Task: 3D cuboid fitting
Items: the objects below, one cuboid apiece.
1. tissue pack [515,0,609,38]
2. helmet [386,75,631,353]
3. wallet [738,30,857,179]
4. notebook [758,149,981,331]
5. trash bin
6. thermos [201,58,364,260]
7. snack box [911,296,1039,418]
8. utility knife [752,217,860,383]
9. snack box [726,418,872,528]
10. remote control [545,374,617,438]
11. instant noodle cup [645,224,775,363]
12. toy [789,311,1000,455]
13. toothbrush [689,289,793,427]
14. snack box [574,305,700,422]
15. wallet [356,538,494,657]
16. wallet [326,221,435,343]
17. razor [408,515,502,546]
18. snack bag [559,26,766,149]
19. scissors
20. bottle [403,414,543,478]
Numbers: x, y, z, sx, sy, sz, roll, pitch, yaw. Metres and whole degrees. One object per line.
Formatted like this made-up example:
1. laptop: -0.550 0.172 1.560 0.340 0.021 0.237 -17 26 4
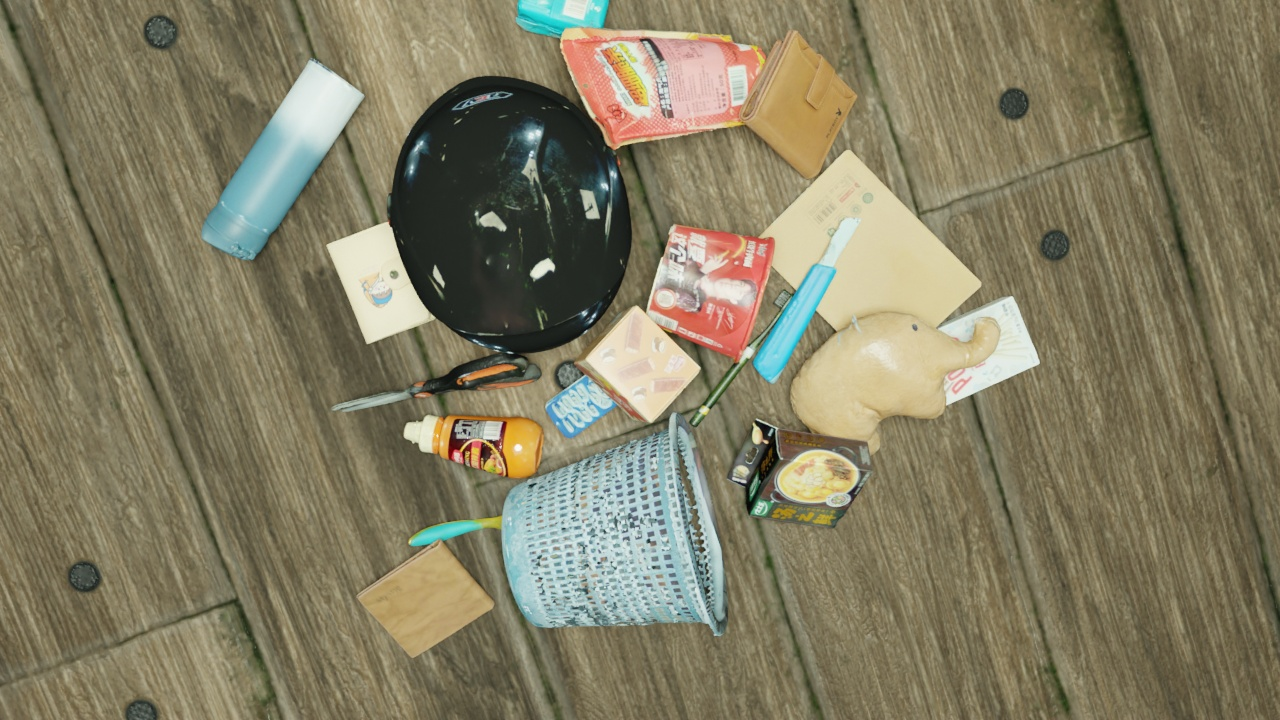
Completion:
1. tissue pack: -0.071 -0.406 0.962 0.093 0.050 0.133 16 93 -3
2. helmet: -0.123 -0.137 0.890 0.233 0.230 0.275 -16 106 -5
3. wallet: 0.168 -0.267 0.966 0.131 0.031 0.108 27 92 -46
4. notebook: 0.246 -0.106 1.006 0.207 0.008 0.148 45 101 1
5. trash bin: -0.029 0.182 0.946 0.195 0.226 0.226 -12 95 10
6. thermos: -0.374 -0.205 0.951 0.070 0.070 0.220 35 92 -6
7. snack box: 0.362 -0.004 1.037 0.157 0.027 0.084 -24 94 -2
8. utility knife: 0.183 -0.068 1.007 0.034 0.018 0.203 29 103 -1
9. snack box: 0.169 0.125 0.994 0.125 0.053 0.113 8 136 -8
10. remote control: -0.044 0.032 1.012 0.125 0.024 0.049 -35 96 -5
11. instant noodle cup: 0.070 -0.077 0.962 0.108 0.138 0.138 16 93 1
12. toy: 0.265 0.010 0.972 0.226 0.082 0.143 -37 110 26
13. toothbrush: 0.112 -0.002 1.027 0.017 0.012 0.186 37 91 0
14. snack box: -0.006 0.006 0.957 0.094 0.093 0.077 44 80 -7
15. wallet: -0.236 0.264 1.010 0.115 0.020 0.101 -35 109 2
16. wallet: -0.275 -0.086 0.988 0.087 0.024 0.115 -21 95 -3
17. razor: -0.189 0.188 1.012 0.132 0.028 0.043 -9 118 -2
18. snack bag: 0.030 -0.280 0.924 0.207 0.073 0.128 -15 79 -30
19. scissors: -0.214 0.034 0.990 0.235 0.160 0.021 -19 73 32
20. bottle: -0.182 0.087 0.992 0.149 0.066 0.067 8 94 2
